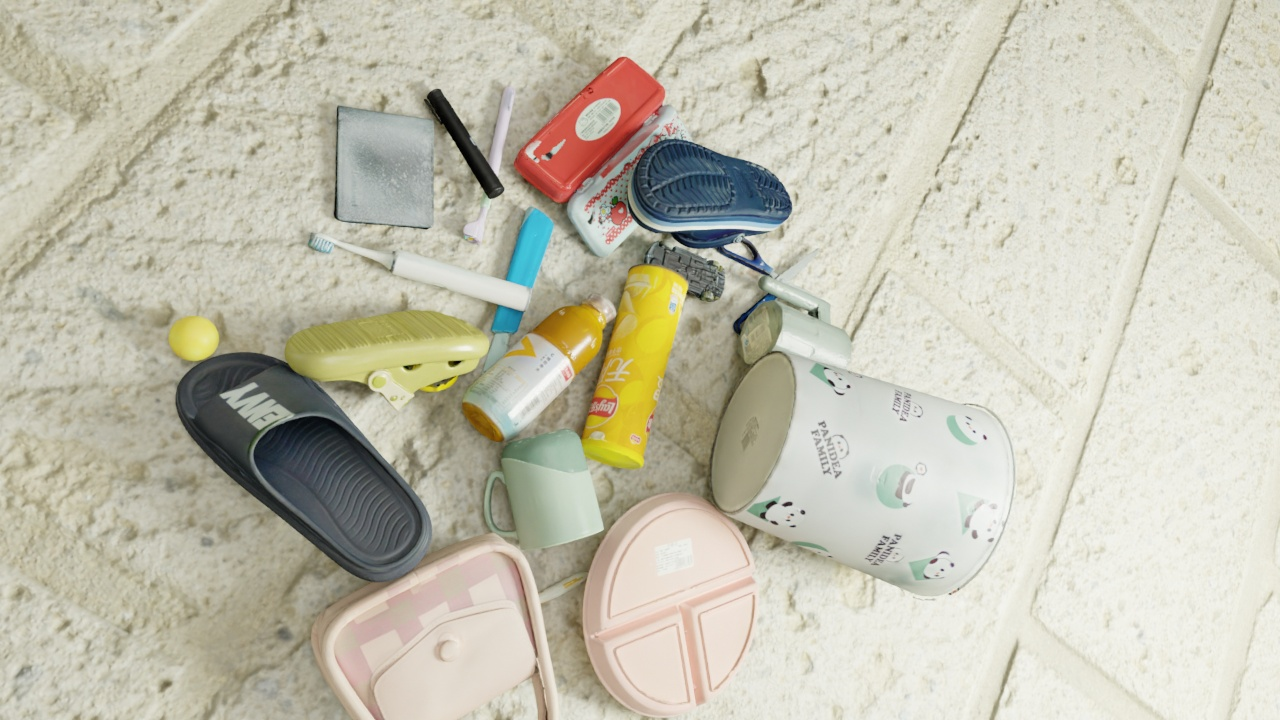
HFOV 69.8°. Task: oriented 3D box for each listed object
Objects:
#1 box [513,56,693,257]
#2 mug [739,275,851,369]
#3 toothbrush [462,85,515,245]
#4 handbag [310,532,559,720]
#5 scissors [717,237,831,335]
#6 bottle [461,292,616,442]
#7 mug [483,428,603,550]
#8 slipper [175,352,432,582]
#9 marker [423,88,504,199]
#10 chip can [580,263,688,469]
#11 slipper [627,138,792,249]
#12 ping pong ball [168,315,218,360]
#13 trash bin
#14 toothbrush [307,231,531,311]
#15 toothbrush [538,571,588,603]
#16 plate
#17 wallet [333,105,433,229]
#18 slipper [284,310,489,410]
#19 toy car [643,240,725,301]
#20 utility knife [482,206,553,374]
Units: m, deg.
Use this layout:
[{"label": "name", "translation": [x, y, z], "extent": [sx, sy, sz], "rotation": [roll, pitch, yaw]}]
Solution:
[{"label": "box", "translation": [-0.029, -0.231, 1.030], "extent": [0.161, 0.060, 0.200], "rotation": [47, 65, -15]}, {"label": "mug", "translation": [0.179, -0.033, 1.071], "extent": [0.103, 0.084, 0.123], "rotation": [21, 56, -27]}, {"label": "toothbrush", "translation": [-0.158, -0.213, 0.981], "extent": [0.029, 0.021, 0.189], "rotation": [39, 56, -57]}, {"label": "handbag", "translation": [-0.165, 0.291, 0.821], "extent": [0.193, 0.094, 0.234], "rotation": [-23, 84, -27]}, {"label": "scissors", "translation": [0.159, -0.096, 1.114], "extent": [0.162, 0.012, 0.175], "rotation": [44, 66, -11]}, {"label": "bottle", "translation": [-0.098, 0.001, 0.938], "extent": [0.068, 0.068, 0.189], "rotation": [49, 63, -9]}, {"label": "mug", "translation": [-0.103, 0.130, 0.909], "extent": [0.112, 0.082, 0.106], "rotation": [-15, 86, 4]}, {"label": "slipper", "translation": [-0.286, 0.076, 0.790], "extent": [0.268, 0.083, 0.110], "rotation": [40, 59, 9]}, {"label": "marker", "translation": [-0.184, -0.226, 0.957], "extent": [0.022, 0.020, 0.132], "rotation": [-32, 83, -9]}, {"label": "chip can", "translation": [-0.006, 0.006, 0.981], "extent": [0.072, 0.072, 0.213], "rotation": [23, 69, -20]}, {"label": "slipper", "translation": [0.071, -0.182, 1.051], "extent": [0.252, 0.095, 0.105], "rotation": [-7, 64, -44]}, {"label": "ping pong ball", "translation": [-0.395, -0.020, 0.812], "extent": [0.040, 0.040, 0.040], "rotation": [6, 77, -25]}, {"label": "trash bin", "translation": [0.227, 0.114, 0.995], "extent": [0.251, 0.230, 0.229], "rotation": [21, 71, -16]}, {"label": "toothbrush", "translation": [-0.217, -0.091, 0.916], "extent": [0.221, 0.027, 0.026], "rotation": [16, 81, -15]}, {"label": "toothbrush", "translation": [-0.129, 0.254, 0.901], "extent": [0.191, 0.016, 0.018], "rotation": [-22, 101, -28]}, {"label": "plate", "translation": [0.041, 0.252, 0.951], "extent": [0.229, 0.028, 0.229], "rotation": [5, 82, -37]}, {"label": "wallet", "translation": [-0.259, -0.194, 0.929], "extent": [0.097, 0.019, 0.120], "rotation": [2, 80, -24]}, {"label": "slipper", "translation": [-0.239, 0.002, 0.871], "extent": [0.190, 0.091, 0.082], "rotation": [-8, 120, -35]}, {"label": "toy car", "translation": [0.049, -0.101, 1.051], "extent": [0.105, 0.031, 0.048], "rotation": [19, 71, -23]}, {"label": "utility knife", "translation": [-0.131, -0.072, 0.965], "extent": [0.034, 0.018, 0.191], "rotation": [20, 74, -15]}]
